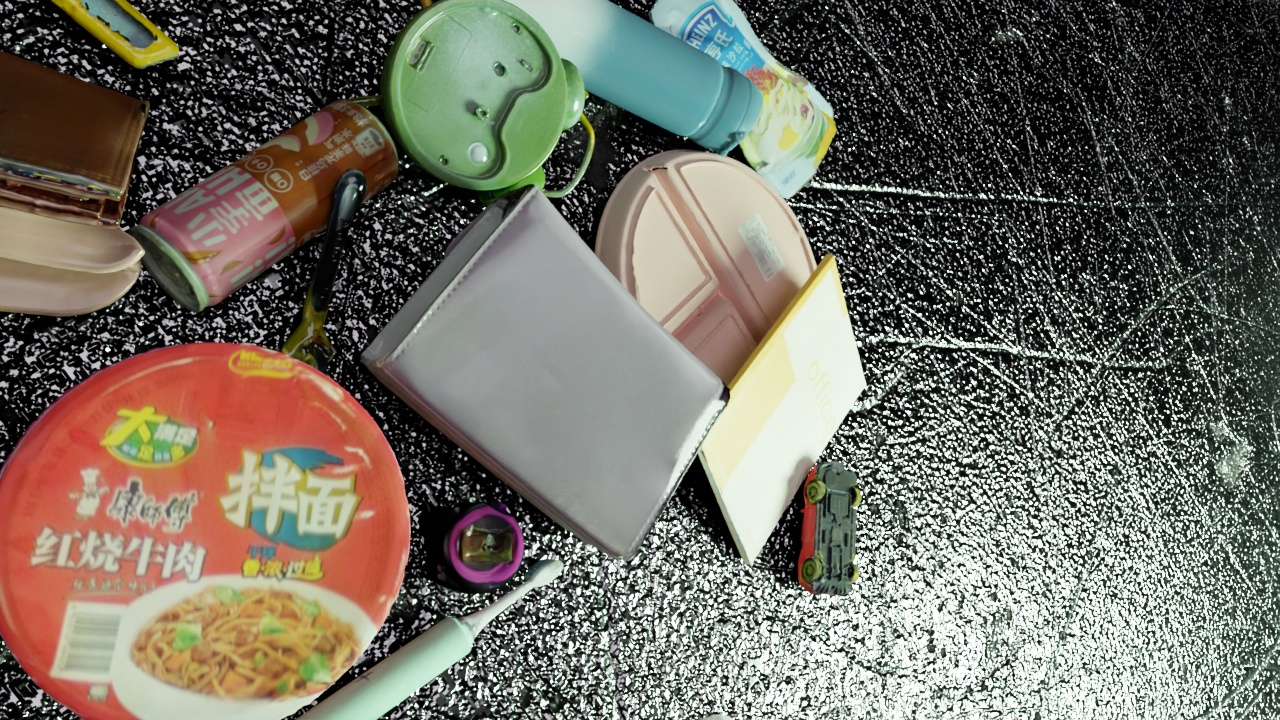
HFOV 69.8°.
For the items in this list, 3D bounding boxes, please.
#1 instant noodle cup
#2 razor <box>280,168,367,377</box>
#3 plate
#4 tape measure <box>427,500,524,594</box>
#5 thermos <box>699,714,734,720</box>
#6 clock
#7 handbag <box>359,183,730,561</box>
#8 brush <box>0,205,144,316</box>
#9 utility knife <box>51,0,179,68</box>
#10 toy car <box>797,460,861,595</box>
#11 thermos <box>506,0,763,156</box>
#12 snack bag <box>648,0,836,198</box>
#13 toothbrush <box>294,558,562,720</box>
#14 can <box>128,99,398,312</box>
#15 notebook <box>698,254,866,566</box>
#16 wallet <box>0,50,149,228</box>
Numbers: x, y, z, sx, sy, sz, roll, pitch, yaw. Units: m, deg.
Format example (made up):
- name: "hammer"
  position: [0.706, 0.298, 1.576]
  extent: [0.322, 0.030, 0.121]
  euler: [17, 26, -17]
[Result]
- name: "instant noodle cup"
  position: [-0.223, 0.091, 0.475]
  extent: [0.193, 0.066, 0.193]
  euler: [8, 75, -33]
- name: "razor"
  position: [-0.183, -0.042, 0.529]
  extent: [0.042, 0.022, 0.143]
  euler: [9, 103, -41]
- name: "plate"
  position: [0.064, -0.055, 0.710]
  extent: [0.229, 0.028, 0.229]
  euler: [9, 76, -37]
- name: "tape measure"
  position: [-0.101, 0.115, 0.567]
  extent: [0.057, 0.039, 0.057]
  euler: [8, 76, -33]
- name: "thermos"
  position: [-0.020, 0.259, 0.571]
  extent: [0.198, 0.067, 0.087]
  euler: [15, 103, -29]
- name: "clock"
  position: [-0.097, -0.163, 0.596]
  extent: [0.161, 0.056, 0.116]
  euler: [29, 90, -33]
- name: "handbag"
  position: [-0.054, 0.009, 0.579]
  extent: [0.197, 0.098, 0.144]
  euler: [44, 78, -21]
- name: "brush"
  position: [-0.318, -0.055, 0.435]
  extent: [0.145, 0.073, 0.063]
  euler: [7, 76, -35]
- name: "utility knife"
  position: [-0.315, -0.214, 0.484]
  extent: [0.154, 0.015, 0.033]
  euler: [41, 64, -21]
- name: "toy car"
  position: [0.151, 0.134, 0.737]
  extent: [0.049, 0.031, 0.106]
  euler: [13, 77, -32]
- name: "thermos"
  position: [-0.011, -0.219, 0.670]
  extent: [0.220, 0.070, 0.070]
  euler: [19, 70, -25]
- name: "snack bag"
  position: [0.082, -0.231, 0.762]
  extent: [0.191, 0.039, 0.110]
  euler: [39, 73, -21]
- name: "toothbrush"
  position: [-0.133, 0.179, 0.541]
  extent: [0.223, 0.027, 0.026]
  euler: [-30, 111, -34]
- name: "can"
  position: [-0.209, -0.091, 0.524]
  extent: [0.147, 0.058, 0.058]
  euler: [-46, 106, -31]
- name: "notebook"
  position: [0.115, 0.036, 0.711]
  extent: [0.205, 0.010, 0.146]
  euler: [-50, 134, -31]
- name: "wallet"
  position: [-0.301, -0.114, 0.447]
  extent: [0.101, 0.032, 0.124]
  euler: [13, 32, -29]
